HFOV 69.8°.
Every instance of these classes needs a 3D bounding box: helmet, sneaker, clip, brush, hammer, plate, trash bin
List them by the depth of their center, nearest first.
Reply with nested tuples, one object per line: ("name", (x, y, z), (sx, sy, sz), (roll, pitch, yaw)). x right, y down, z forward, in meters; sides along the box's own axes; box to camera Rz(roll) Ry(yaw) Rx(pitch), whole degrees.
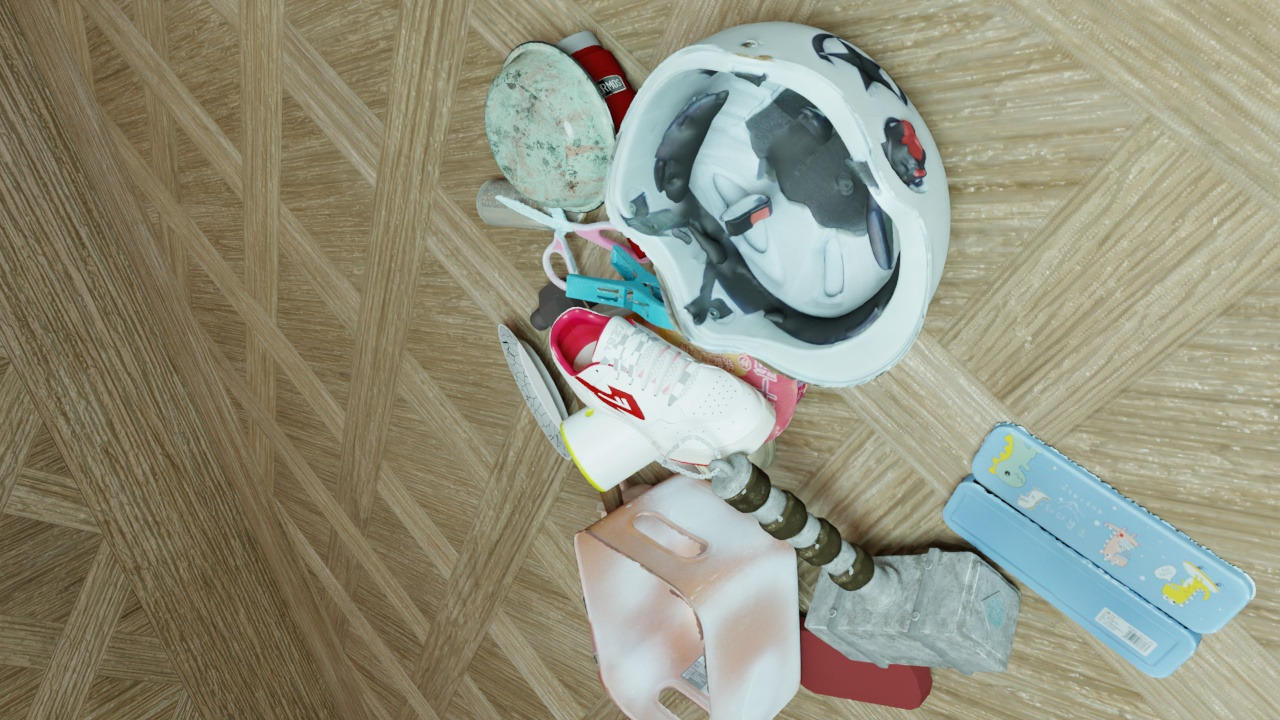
("helmet", (0.119, -0.121, 0.676), (0.264, 0.163, 0.237), (48, 142, 5))
("hammer", (0.156, 0.158, 0.776), (0.326, 0.079, 0.177), (38, 149, -23))
("sneaker", (0.004, 0.010, 0.805), (0.237, 0.090, 0.104), (26, 161, 43))
("clip", (0.007, -0.065, 0.821), (0.120, 0.103, 0.027), (28, 137, 27))
("trash bin", (0.057, 0.263, 0.950), (0.182, 0.157, 0.260), (23, 133, 43))
("brush", (0.223, 0.306, 0.951), (0.174, 0.041, 0.082), (-15, 103, 52))
("hammer", (-0.056, 0.064, 1.036), (0.116, 0.033, 0.322), (-30, 73, 54))
("plate", (-0.126, 0.037, 1.147), (0.188, 0.016, 0.189), (54, 162, 26))

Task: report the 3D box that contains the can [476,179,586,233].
("can", (-0.120, -0.170, 1.004), (0.136, 0.054, 0.054), (12, 123, 44))

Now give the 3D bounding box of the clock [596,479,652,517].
("clock", (-0.003, 0.223, 1.105), (0.131, 0.086, 0.161), (34, 141, 49))

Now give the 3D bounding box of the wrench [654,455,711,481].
("wrench", (0.046, 0.120, 1.046), (0.273, 0.018, 0.066), (30, 134, 32))

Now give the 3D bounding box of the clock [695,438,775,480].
("clock", (0.081, 0.070, 0.941), (0.093, 0.054, 0.141), (-1, 116, 49))

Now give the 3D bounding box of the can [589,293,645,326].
("can", (-0.006, 0.006, 0.974), (0.079, 0.078, 0.142), (0, 115, 49))

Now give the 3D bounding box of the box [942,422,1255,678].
("box", (0.345, 0.148, 0.719), (0.209, 0.020, 0.126), (38, 139, 25))

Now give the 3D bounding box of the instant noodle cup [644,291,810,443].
("instant noodle cup", (0.094, -0.017, 0.847), (0.179, 0.077, 0.179), (29, 133, 36))

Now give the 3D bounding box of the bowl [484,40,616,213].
("bowl", (-0.089, -0.199, 0.817), (0.157, 0.038, 0.158), (30, 138, 32))

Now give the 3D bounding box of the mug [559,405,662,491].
("mug", (-0.014, 0.068, 0.907), (0.082, 0.106, 0.082), (57, -174, -10))

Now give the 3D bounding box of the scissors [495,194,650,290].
("scissors", (-0.074, -0.124, 0.953), (0.170, 0.013, 0.174), (22, 146, -5))

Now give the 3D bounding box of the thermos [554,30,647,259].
("thermos", (-0.027, -0.195, 0.860), (0.198, 0.083, 0.108), (58, 156, -2))
